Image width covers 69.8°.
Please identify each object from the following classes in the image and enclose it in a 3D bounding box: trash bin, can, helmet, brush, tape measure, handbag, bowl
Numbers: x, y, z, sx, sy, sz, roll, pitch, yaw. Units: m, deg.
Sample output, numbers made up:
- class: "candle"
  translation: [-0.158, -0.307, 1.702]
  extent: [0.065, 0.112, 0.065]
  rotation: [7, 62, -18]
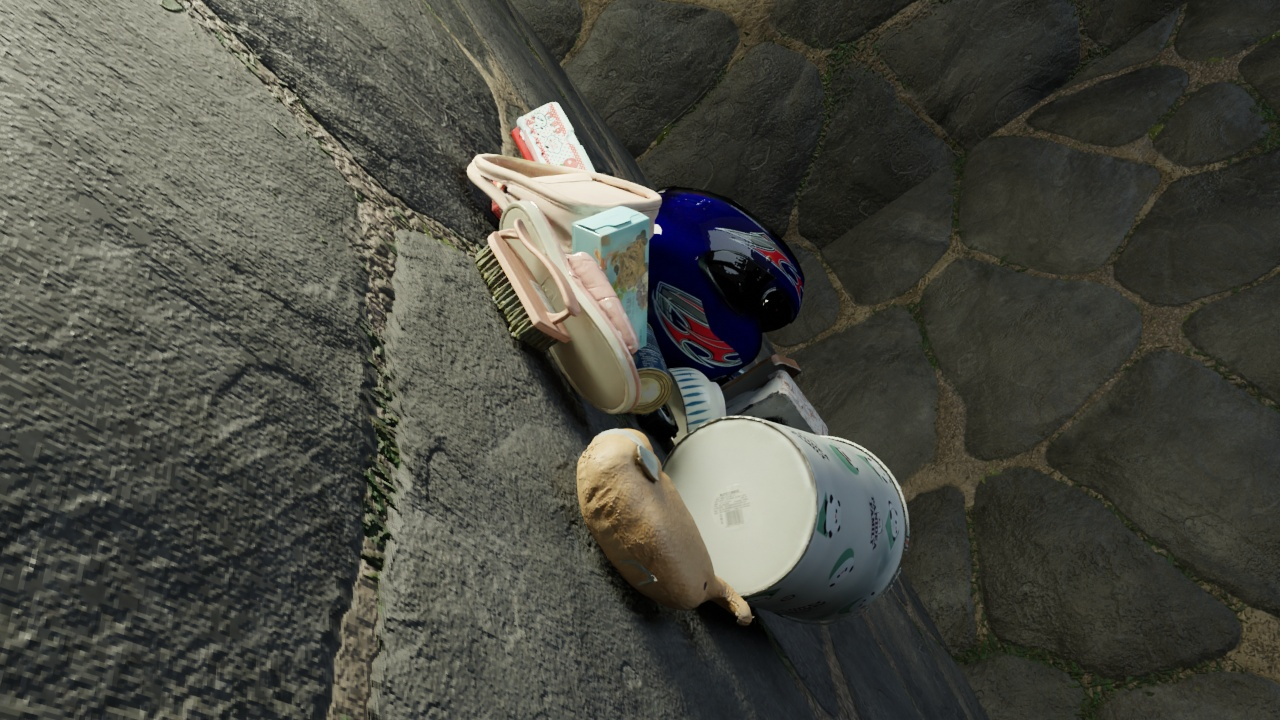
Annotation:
- class: "trash bin"
  translation: [0.151, 0.173, 1.016]
  extent: [0.251, 0.230, 0.229]
  rotation: [27, 30, -56]
- class: "can"
  translation: [-0.007, 0.007, 1.163]
  extent: [0.075, 0.075, 0.111]
  rotation: [47, 15, -38]
- class: "helmet"
  translation: [0.080, -0.084, 1.324]
  extent: [0.315, 0.240, 0.248]
  rotation: [33, -23, -27]
- class: "brush"
  translation: [-0.119, -0.083, 0.961]
  extent: [0.145, 0.073, 0.063]
  rotation: [59, 15, 27]
- class: "tape measure"
  translation: [0.017, 0.067, 1.200]
  extent: [0.066, 0.034, 0.066]
  rotation: [45, 18, -50]
- class: "handbag"
  translation: [-0.110, -0.204, 1.140]
  extent: [0.234, 0.093, 0.192]
  rotation: [32, 26, 20]
- class: "bowl"
  translation: [0.074, 0.063, 1.235]
  extent: [0.116, 0.066, 0.116]
  rotation: [168, -89, -78]

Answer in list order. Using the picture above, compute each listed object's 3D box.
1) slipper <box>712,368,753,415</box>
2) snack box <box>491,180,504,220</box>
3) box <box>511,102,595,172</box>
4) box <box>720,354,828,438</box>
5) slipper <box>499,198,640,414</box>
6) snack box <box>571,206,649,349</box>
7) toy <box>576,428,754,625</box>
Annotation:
- class: "slipper"
  translation: [0.129, 0.057, 1.496]
  extent: [0.252, 0.105, 0.095]
  rotation: [35, 16, -54]
- class: "snack box"
  translation: [-0.166, -0.207, 1.232]
  extent: [0.075, 0.025, 0.152]
  rotation: [49, 13, -27]
- class: "box"
  translation: [-0.135, -0.337, 1.535]
  extent: [0.095, 0.102, 0.201]
  rotation: [35, 24, -58]
- class: "box"
  translation: [0.161, 0.083, 1.346]
  extent: [0.154, 0.183, 0.184]
  rotation: [53, 21, -15]
- class: "slipper"
  translation: [-0.071, -0.062, 1.000]
  extent: [0.054, 0.114, 0.274]
  rotation: [-18, 67, -37]
- class: "snack box"
  translation: [-0.034, -0.084, 1.053]
  extent: [0.052, 0.074, 0.175]
  rotation: [28, -49, 36]
- class: "toy"
  translation: [0.020, 0.164, 0.827]
  extent: [0.226, 0.083, 0.143]
  rotation: [57, 24, -4]
